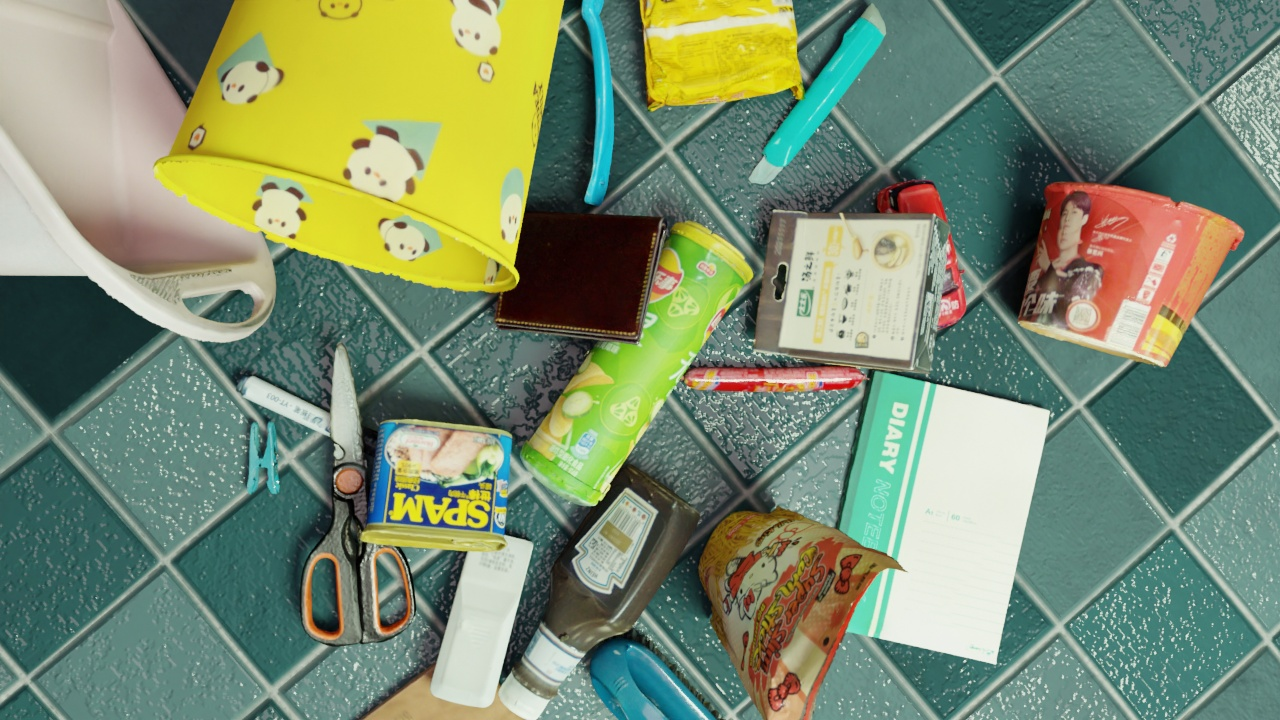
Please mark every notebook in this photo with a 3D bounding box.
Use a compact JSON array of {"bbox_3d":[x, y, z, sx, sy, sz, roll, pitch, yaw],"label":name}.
[{"bbox_3d":[0.234,0.124,0.734,0.150,0.012,0.209,13,89,-4],"label":"notebook"}]

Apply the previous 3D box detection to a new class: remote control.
[{"bbox_3d":[-0.118,0.192,0.686,0.049,0.024,0.124,15,72,-6],"label":"remote control"}]

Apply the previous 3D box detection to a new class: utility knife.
[{"bbox_3d":[0.141,-0.209,0.731,0.029,0.013,0.171,37,90,-1],"label":"utility knife"}]

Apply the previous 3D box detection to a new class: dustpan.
[{"bbox_3d":[-0.337,-0.145,0.596,0.139,0.222,0.273,-3,102,7],"label":"dustpan"}]

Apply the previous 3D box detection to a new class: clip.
[{"bbox_3d":[-0.284,0.073,0.691,0.046,0.014,0.057,-2,91,-3],"label":"clip"}]

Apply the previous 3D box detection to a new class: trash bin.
[{"bbox_3d":[-0.162,-0.201,0.610,0.229,0.230,0.255,14,82,-4],"label":"trash bin"}]

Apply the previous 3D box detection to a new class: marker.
[{"bbox_3d":[-0.241,0.044,0.693,0.130,0.018,0.022,27,78,-4],"label":"marker"}]

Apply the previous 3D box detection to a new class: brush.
[{"bbox_3d":[0.018,0.267,0.683,0.055,0.073,0.144,-42,92,5],"label":"brush"},{"bbox_3d":[-0.030,-0.246,0.695,0.046,0.083,0.255,3,96,18],"label":"brush"}]

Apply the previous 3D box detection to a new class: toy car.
[{"bbox_3d":[0.221,-0.083,0.720,0.053,0.045,0.120,-15,92,-3],"label":"toy car"}]

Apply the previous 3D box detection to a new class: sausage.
[{"bbox_3d":[0.104,0.015,0.721,0.156,0.020,0.020,0,89,-4],"label":"sausage"}]

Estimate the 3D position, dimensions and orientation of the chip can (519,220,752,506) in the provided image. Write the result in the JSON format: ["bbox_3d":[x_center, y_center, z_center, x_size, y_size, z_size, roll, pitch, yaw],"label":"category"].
[{"bbox_3d":[-0.004,0.004,0.685,0.072,0.072,0.221,34,87,-3],"label":"chip can"}]

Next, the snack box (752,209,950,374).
[{"bbox_3d":[0.158,-0.053,0.691,0.126,0.053,0.113,8,88,37],"label":"snack box"}]

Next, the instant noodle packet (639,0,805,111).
[{"bbox_3d":[0.064,-0.252,0.709,0.128,0.044,0.111,-6,96,-1],"label":"instant noodle packet"}]

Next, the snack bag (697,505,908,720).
[{"bbox_3d":[0.098,0.163,0.624,0.073,0.208,0.128,34,88,-8],"label":"snack bag"}]

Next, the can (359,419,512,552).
[{"bbox_3d":[-0.146,0.091,0.665,0.102,0.057,0.083,8,70,-17],"label":"can"}]

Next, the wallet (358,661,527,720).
[{"bbox_3d":[-0.148,0.286,0.697,0.115,0.020,0.101,-37,90,-2],"label":"wallet"}]

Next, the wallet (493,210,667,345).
[{"bbox_3d":[-0.046,-0.064,0.676,0.122,0.020,0.096,7,79,25],"label":"wallet"}]

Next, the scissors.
[{"bbox_3d":[-0.201,0.100,0.687,0.125,0.022,0.235,16,89,-14],"label":"scissors"}]

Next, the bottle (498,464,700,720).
[{"bbox_3d":[-0.036,0.175,0.681,0.195,0.080,0.044,-56,138,-3],"label":"bottle"}]

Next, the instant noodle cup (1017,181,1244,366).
[{"bbox_3d":[0.355,-0.063,0.690,0.138,0.138,0.108,18,96,-4],"label":"instant noodle cup"}]
